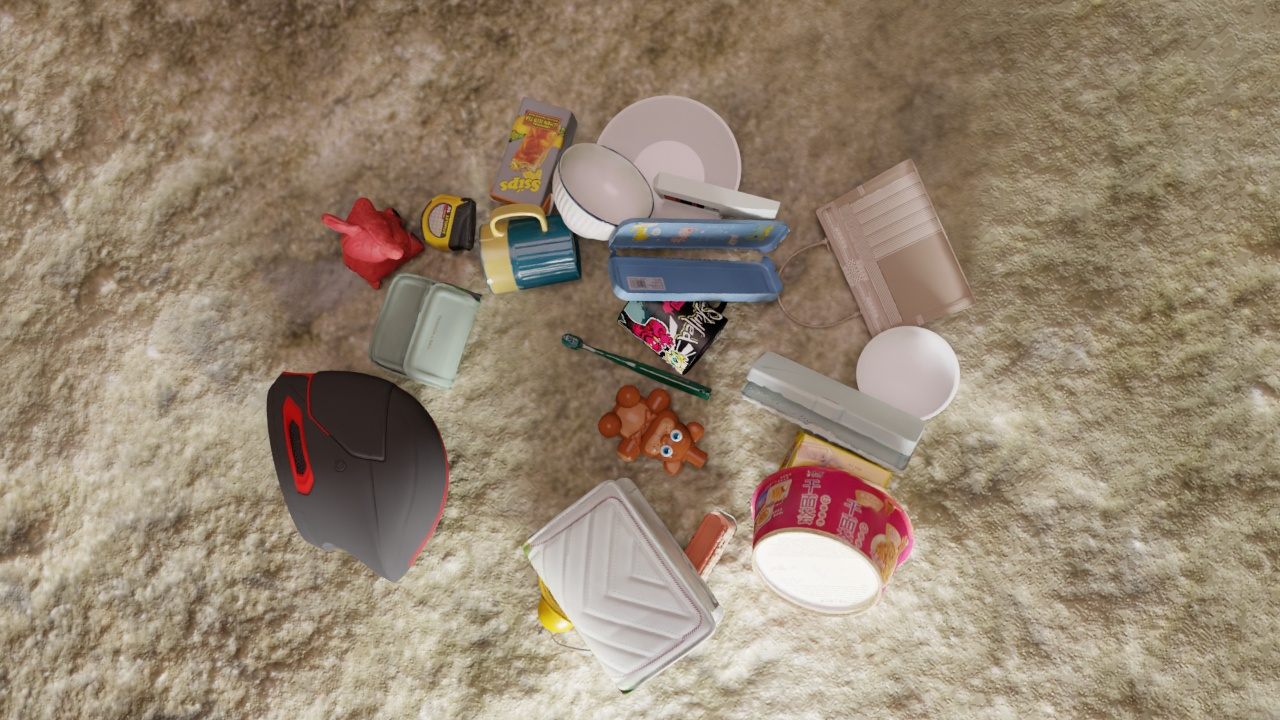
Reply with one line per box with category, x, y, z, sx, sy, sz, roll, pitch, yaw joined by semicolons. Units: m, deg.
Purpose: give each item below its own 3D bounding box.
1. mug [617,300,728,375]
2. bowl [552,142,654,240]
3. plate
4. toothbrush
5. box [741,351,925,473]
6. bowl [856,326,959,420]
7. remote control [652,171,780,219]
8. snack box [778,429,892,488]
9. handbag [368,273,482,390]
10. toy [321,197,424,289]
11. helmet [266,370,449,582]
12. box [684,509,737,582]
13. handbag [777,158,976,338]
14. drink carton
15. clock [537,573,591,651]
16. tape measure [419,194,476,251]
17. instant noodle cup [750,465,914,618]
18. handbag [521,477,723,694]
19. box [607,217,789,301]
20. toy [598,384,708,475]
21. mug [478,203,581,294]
mug;0.048;-0.058;1.056;0.098;0.082;0.117;39;73;6
bowl;-0.050;-0.178;1.027;0.118;0.117;0.062;50;136;6
plate;0.031;-0.221;1.082;0.174;0.036;0.174;0;87;6
toothbrush;-0.006;0.006;1.085;0.190;0.017;0.016;21;89;6
box;0.215;0.051;1.022;0.199;0.066;0.082;25;52;17
bowl;0.302;0.011;1.037;0.110;0.040;0.110;4;104;16
remote control;0.083;-0.179;1.030;0.143;0.049;0.024;16;88;6
snack box;0.214;0.126;1.024;0.106;0.083;0.061;24;92;6
handbag;-0.255;-0.037;1.087;0.106;0.067;0.122;18;89;5
toy;-0.326;-0.132;1.073;0.094;0.133;0.088;-40;74;11
helmet;-0.305;0.120;1.036;0.170;0.164;0.264;-15;76;-7
box;0.052;0.256;1.065;0.058;0.062;0.188;34;94;32
handbag;0.251;-0.105;1.052;0.198;0.062;0.175;-24;87;12
drink carton;-0.125;-0.240;1.093;0.076;0.048;0.125;18;89;6
clock;-0.062;0.259;1.063;0.113;0.052;0.152;8;83;6
tape measure;-0.231;-0.165;1.105;0.064;0.037;0.065;2;85;5
instant noodle cup;0.193;0.201;0.974;0.178;0.179;0.077;24;46;6
handbag;-0.019;0.241;0.993;0.142;0.096;0.198;-37;81;8
box;0.071;-0.108;1.012;0.208;0.078;0.074;-2;62;-23
toy;0.019;0.085;1.057;0.127;0.065;0.095;32;93;1
mug;-0.129;-0.134;1.058;0.107;0.114;0.083;-7;53;4
